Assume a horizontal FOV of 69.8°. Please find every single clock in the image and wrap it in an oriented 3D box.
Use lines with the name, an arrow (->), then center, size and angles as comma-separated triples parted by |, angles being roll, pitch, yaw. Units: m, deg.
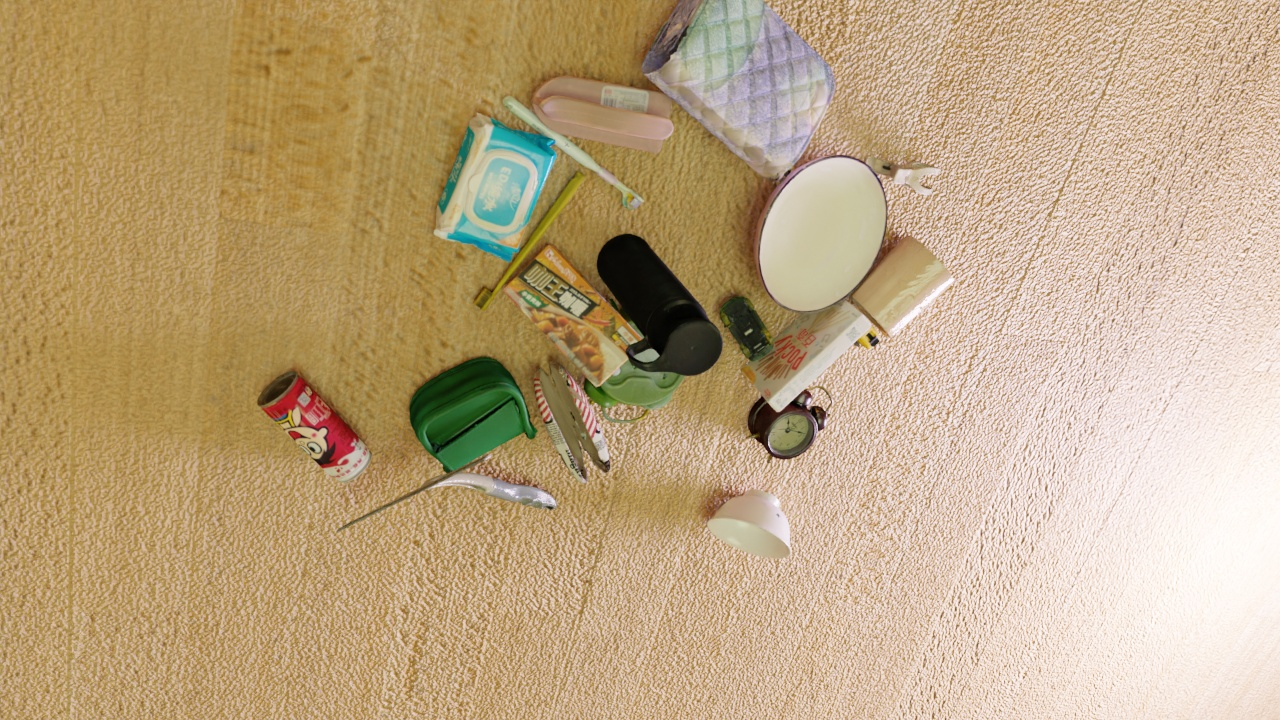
clock -> 0.198, 0.078, 1.207 | 0.122, 0.055, 0.082 | -38, 121, 7
clock -> -0.007, 0.006, 1.104 | 0.116, 0.056, 0.161 | 4, 114, -20

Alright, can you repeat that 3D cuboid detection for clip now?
clip -> 0.321, -0.224, 1.107 | 0.097, 0.060, 0.034 | 1, 117, -31

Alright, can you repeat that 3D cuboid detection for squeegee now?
squeegee -> -0.186, 0.155, 1.096 | 0.247, 0.039, 0.246 | -27, 155, 31

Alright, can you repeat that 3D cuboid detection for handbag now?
handbag -> 0.106, -0.297, 0.966 | 0.194, 0.076, 0.134 | 34, 79, -28
handbag -> -0.196, 0.069, 1.072 | 0.131, 0.068, 0.120 | -27, 130, -6

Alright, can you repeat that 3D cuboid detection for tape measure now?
tape measure -> 0.278, -0.038, 1.174 | 0.029, 0.060, 0.057 | -45, 126, 5

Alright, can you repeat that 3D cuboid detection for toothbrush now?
toothbrush -> -0.071, -0.223, 0.988 | 0.189, 0.029, 0.020 | 35, 59, -28
toothbrush -> -0.125, -0.132, 1.018 | 0.016, 0.015, 0.190 | 35, 101, -23

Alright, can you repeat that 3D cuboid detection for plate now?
plate -> 0.208, -0.151, 1.090 | 0.192, 0.039, 0.193 | -14, 120, -26

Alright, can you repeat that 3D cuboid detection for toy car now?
toy car -> 0.130, -0.041, 1.136 | 0.043, 0.036, 0.091 | -34, 122, 2

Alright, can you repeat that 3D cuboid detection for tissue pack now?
tissue pack -> -0.151, -0.180, 0.957 | 0.090, 0.063, 0.140 | 17, 109, -25

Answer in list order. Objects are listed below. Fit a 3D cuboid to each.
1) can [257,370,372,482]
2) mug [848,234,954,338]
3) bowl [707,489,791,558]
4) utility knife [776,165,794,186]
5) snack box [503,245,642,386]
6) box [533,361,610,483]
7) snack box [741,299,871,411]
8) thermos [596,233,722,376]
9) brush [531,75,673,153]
can -> -0.361, 0.076, 1.023 | 0.053, 0.053, 0.133 | -34, 121, 0
mug -> 0.333, -0.085, 1.164 | 0.103, 0.084, 0.124 | -44, 147, 8
bowl -> 0.157, 0.215, 1.251 | 0.118, 0.119, 0.064 | 42, 59, -30
utility knife -> 0.177, -0.184, 1.095 | 0.031, 0.019, 0.178 | -25, 117, -12
snack box -> -0.074, -0.050, 1.031 | 0.075, 0.026, 0.153 | -43, 92, 7
box -> -0.095, 0.079, 1.109 | 0.077, 0.075, 0.164 | -30, 123, -11
snack box -> 0.205, -0.014, 1.146 | 0.157, 0.084, 0.027 | -43, 122, 6
thermos -> 0.005, -0.060, 0.965 | 0.090, 0.242, 0.068 | -23, 120, -5
brush -> -0.040, -0.257, 0.949 | 0.145, 0.073, 0.063 | 6, 114, -19
